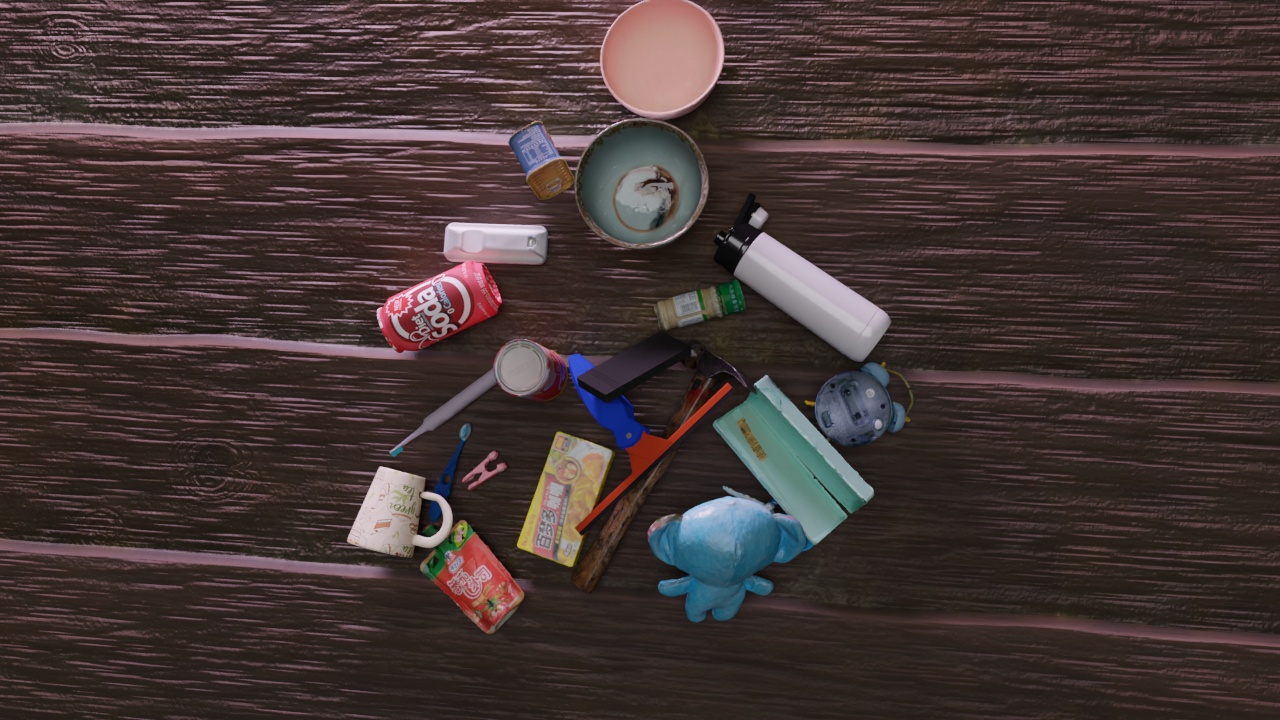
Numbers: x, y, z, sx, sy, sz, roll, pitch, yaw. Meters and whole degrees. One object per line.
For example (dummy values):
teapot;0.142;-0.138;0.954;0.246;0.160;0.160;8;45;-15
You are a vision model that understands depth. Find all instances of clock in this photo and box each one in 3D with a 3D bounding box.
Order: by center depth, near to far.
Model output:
clock;0.264;0.054;1.094;0.124;0.051;0.088;-23;82;3

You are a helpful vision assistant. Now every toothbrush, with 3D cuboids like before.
toothbrush;-0.240;0.141;1.157;0.021;0.016;0.132;19;87;9
toothbrush;-0.242;0.063;1.163;0.188;0.018;0.019;-36;81;2

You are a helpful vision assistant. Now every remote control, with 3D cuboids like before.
remote control;-0.006;0.006;1.087;0.133;0.013;0.058;-29;37;-29
remote control;-0.185;-0.150;1.173;0.133;0.022;0.050;3;86;6

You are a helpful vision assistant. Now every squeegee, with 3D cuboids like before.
squeegee;-0.036;0.056;1.102;0.249;0.055;0.184;-44;56;8

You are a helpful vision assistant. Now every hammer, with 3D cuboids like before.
hammer;0.016;0.139;1.102;0.120;0.033;0.330;35;96;47

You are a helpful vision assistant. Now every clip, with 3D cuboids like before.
clip;-0.193;0.142;1.151;0.043;0.023;0.060;31;83;9

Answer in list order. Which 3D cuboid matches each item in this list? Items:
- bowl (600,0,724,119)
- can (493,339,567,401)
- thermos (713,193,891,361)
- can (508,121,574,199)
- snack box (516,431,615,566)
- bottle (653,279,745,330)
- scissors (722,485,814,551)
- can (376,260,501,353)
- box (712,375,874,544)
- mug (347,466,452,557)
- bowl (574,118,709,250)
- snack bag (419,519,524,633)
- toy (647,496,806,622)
bowl;0.030;-0.364;1.143;0.153;0.076;0.153;-1;84;5
can;-0.130;0.014;1.102;0.067;0.124;0.066;-1;85;6
thermos;0.198;-0.101;1.110;0.230;0.068;0.101;36;76;9
can;-0.123;-0.246;1.138;0.054;0.100;0.059;-29;80;1
snack box;-0.092;0.171;1.134;0.075;0.025;0.152;19;87;8
bottle;0.073;-0.066;1.130;0.110;0.042;0.042;-15;84;6
scissors;0.160;0.172;1.114;0.130;0.014;0.117;24;85;14
can;-0.250;-0.067;1.147;0.142;0.074;0.074;-24;83;3
box;0.171;0.121;1.074;0.091;0.077;0.188;-38;77;-13
mug;-0.288;0.189;1.128;0.122;0.081;0.097;11;79;15
bowl;0.005;-0.204;1.122;0.160;0.094;0.160;-1;85;6
snack bag;-0.215;0.261;1.138;0.155;0.044;0.087;44;99;14
toy;0.094;0.229;1.070;0.183;0.114;0.181;0;127;-10
